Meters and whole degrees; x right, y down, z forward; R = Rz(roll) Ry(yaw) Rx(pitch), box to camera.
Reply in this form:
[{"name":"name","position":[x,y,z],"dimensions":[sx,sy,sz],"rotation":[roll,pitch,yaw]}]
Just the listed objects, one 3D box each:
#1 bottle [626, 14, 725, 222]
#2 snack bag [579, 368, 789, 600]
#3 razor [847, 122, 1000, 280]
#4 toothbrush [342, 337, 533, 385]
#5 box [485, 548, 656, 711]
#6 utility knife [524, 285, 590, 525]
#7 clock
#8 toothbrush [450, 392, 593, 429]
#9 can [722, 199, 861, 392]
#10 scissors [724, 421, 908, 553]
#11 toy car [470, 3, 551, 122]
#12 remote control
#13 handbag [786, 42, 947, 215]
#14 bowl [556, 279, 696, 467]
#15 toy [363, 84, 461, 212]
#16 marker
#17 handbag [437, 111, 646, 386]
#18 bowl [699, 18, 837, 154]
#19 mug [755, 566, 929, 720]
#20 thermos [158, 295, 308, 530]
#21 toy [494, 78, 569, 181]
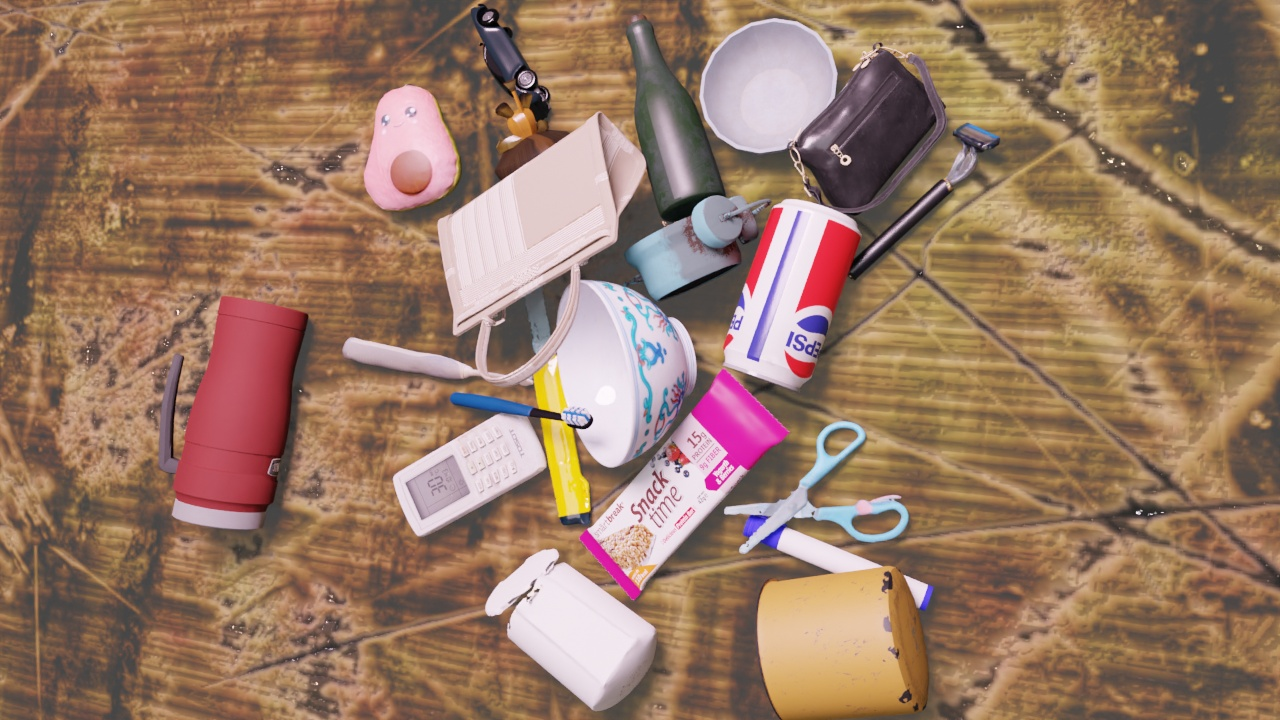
[{"name":"bottle","position":[0.019,-0.201,0.745],"dimensions":[0.055,0.055,0.174],"rotation":[-19,78,15]},{"name":"snack bag","position":[0.028,0.100,0.712],"dimensions":[0.070,0.016,0.197],"rotation":[47,114,18]},{"name":"razor","position":[0.210,-0.116,0.694],"dimensions":[0.144,0.022,0.042],"rotation":[-48,31,13]},{"name":"toothbrush","position":[-0.179,0.004,0.805],"dimensions":[0.186,0.024,0.022],"rotation":[9,127,18]},{"name":"box","position":[-0.059,0.202,0.715],"dimensions":[0.143,0.089,0.080],"rotation":[32,76,20]},{"name":"utility knife","position":[-0.073,0.028,0.771],"dimensions":[0.030,0.019,0.223],"rotation":[-12,84,5]},{"name":"clock","position":[0.047,-0.090,0.706],"dimensions":[0.124,0.089,0.053],"rotation":[-25,89,29]},{"name":"toothbrush","position":[-0.102,0.039,0.750],"dimensions":[0.168,0.014,0.014],"rotation":[6,53,40]},{"name":"can","position":[0.113,-0.048,0.691],"dimensions":[0.070,0.070,0.132],"rotation":[20,91,19]},{"name":"scissors","position":[0.127,0.093,0.692],"dimensions":[0.141,0.015,0.111],"rotation":[-2,76,5]},{"name":"toy car","position":[-0.115,-0.258,0.797],"dimensions":[0.034,0.046,0.112],"rotation":[-32,78,7]},{"name":"remote control","position":[-0.146,0.096,0.784],"dimensions":[0.139,0.025,0.060],"rotation":[-30,77,13]},{"name":"handbag","position":[0.166,-0.171,0.676],"dimensions":[0.079,0.054,0.128],"rotation":[39,91,-18]},{"name":"bowl","position":[-0.004,0.004,0.710],"dimensions":[0.074,0.144,0.144],"rotation":[-11,79,-24]},{"name":"toy","position":[-0.206,-0.189,0.817],"dimensions":[0.090,0.051,0.110],"rotation":[-13,80,15]},{"name":"marker","position":[0.146,0.149,0.688],"dimensions":[0.141,0.020,0.020],"rotation":[20,91,19]},{"name":"handbag","position":[-0.083,-0.066,0.691],"dimensions":[0.176,0.062,0.197],"rotation":[-26,44,29]},{"name":"bowl","position":[0.103,-0.210,0.726],"dimensions":[0.106,0.039,0.106],"rotation":[-2,84,18]},{"name":"mug","position":[0.147,0.205,0.641],"dimensions":[0.094,0.124,0.100],"rotation":[-15,36,25]},{"name":"thermos","position":[-0.370,0.045,0.824],"dimensions":[0.108,0.084,0.198],"rotation":[12,86,-17]},{"name":"toy","position":[-0.093,-0.184,0.763],"dimensions":[0.076,0.100,0.063],"rotation":[-34,31,-22]}]
